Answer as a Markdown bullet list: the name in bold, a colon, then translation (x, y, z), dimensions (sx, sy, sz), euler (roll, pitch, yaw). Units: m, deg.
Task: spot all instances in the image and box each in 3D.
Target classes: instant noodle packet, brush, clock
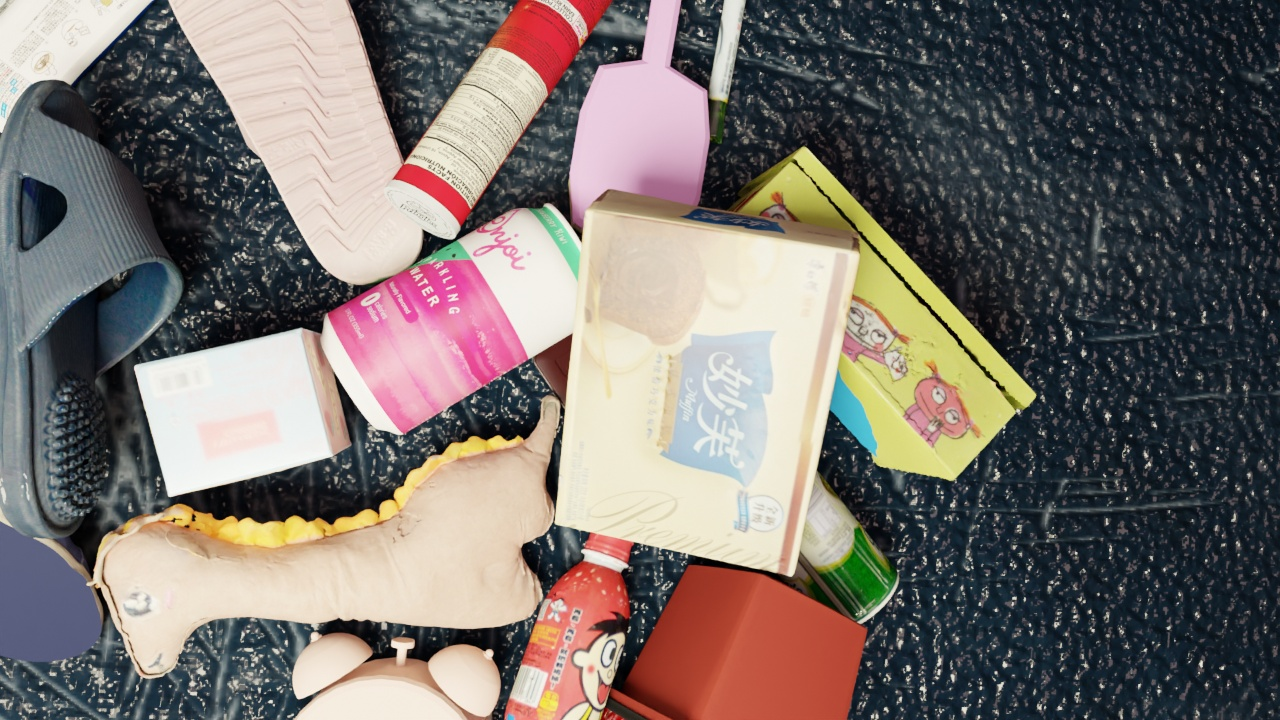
- **instant noodle packet**: translation (-0.377, -0.212, 0.572), dimensions (0.087, 0.026, 0.134), euler (39, 83, -7)
- **brush**: translation (0.005, -0.187, 0.632), dimensions (0.089, 0.043, 0.228), euler (10, 87, -10)
- **clock**: translation (-0.159, 0.256, 0.570), dimensions (0.131, 0.086, 0.160), euler (6, 80, -1)

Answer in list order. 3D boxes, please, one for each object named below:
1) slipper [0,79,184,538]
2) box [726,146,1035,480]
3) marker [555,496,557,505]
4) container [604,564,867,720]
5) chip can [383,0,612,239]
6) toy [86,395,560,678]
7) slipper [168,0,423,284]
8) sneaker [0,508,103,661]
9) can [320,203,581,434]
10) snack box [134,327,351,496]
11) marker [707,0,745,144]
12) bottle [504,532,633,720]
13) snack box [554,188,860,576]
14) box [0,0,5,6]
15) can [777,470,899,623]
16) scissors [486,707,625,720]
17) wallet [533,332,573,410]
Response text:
- **slipper**: translation (-0.309, -0.032, 0.530), dimensions (0.082, 0.101, 0.263), euler (-3, 78, -10)
- **box**: translation (0.138, -0.028, 0.615), dimensions (0.082, 0.124, 0.221), euler (-43, 94, -9)
- **marker**: translation (0.012, 0.115, 0.640), dimensions (0.145, 0.019, 0.019), euler (20, 85, -9)
- **container**: translation (0.050, 0.242, 0.575), dimensions (0.127, 0.148, 0.200), euler (29, 72, -15)
- **chip can**: translation (-0.085, -0.180, 0.596), dimensions (0.052, 0.052, 0.214), euler (32, 74, -8)
- **toy**: translation (-0.179, 0.099, 0.564), dimensions (0.264, 0.065, 0.196), euler (11, 84, -24)
- **slipper**: translation (-0.211, -0.164, 0.584), dimensions (0.094, 0.064, 0.239), euler (-26, 111, -12)
- **sneaker**: translation (-0.396, 0.063, 0.549), dimensions (0.091, 0.118, 0.233), euler (-20, 126, -3)
- **can**: translation (-0.112, -0.028, 0.585), dimensions (0.165, 0.088, 0.088), euler (-32, 94, -10)
- **snack box**: translation (-0.235, 0.030, 0.558), dimensions (0.093, 0.095, 0.079), euler (-14, 92, -11)
- **marker**: translation (0.063, -0.228, 0.658), dimensions (0.017, 0.017, 0.146), euler (11, 87, -10)
- **bottle**: translation (-0.039, 0.179, 0.606), dimensions (0.062, 0.062, 0.137), euler (22, 71, -9)
- **snack box**: translation (0.036, 0.015, 0.550), dimensions (0.153, 0.055, 0.208), euler (11, 111, 10)
- **box**: translation (-0.422, -0.279, 0.542), dimensions (0.130, 0.106, 0.211), euler (43, 78, -38)
- **can**: translation (0.117, 0.123, 0.635), dimensions (0.067, 0.067, 0.121), euler (-40, 95, -9)
- **scissors**: translation (-0.083, 0.295, 0.621), dimensions (0.196, 0.015, 0.179), euler (-34, 95, -10)
- **wallet**: translation (-0.004, 0.004, 0.641), dimensions (0.115, 0.018, 0.091), euler (-34, 94, -11)
